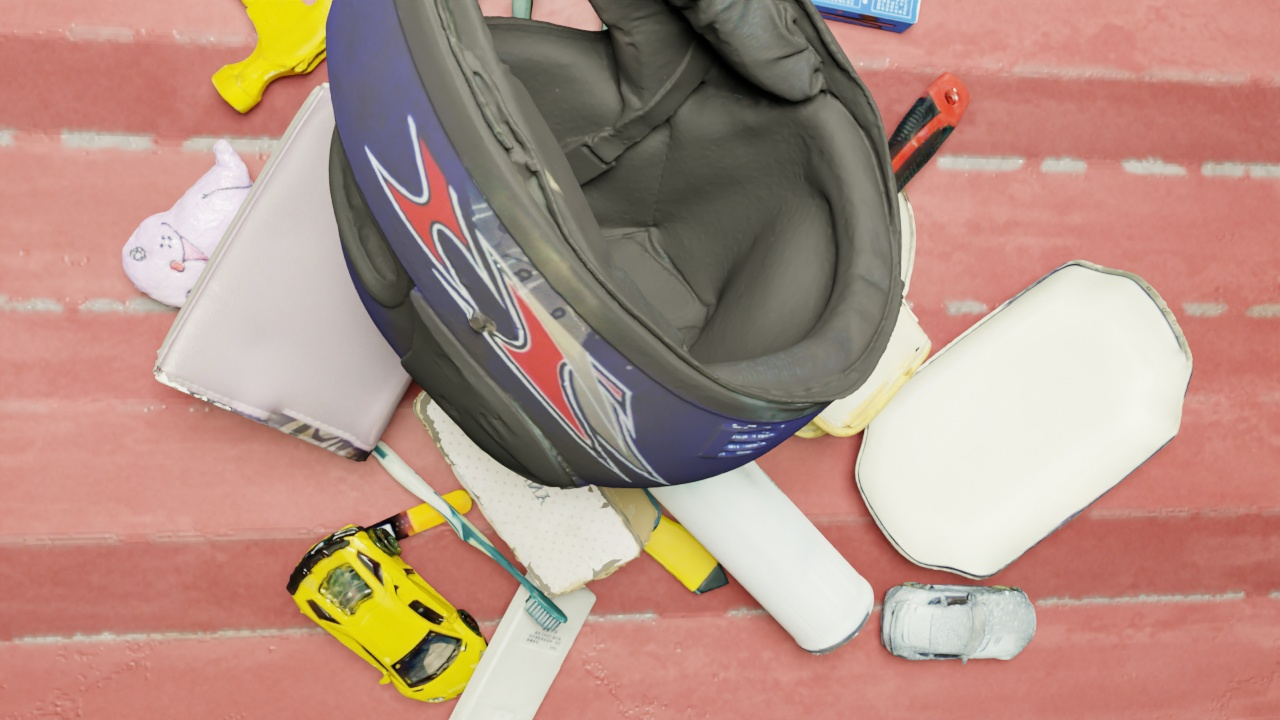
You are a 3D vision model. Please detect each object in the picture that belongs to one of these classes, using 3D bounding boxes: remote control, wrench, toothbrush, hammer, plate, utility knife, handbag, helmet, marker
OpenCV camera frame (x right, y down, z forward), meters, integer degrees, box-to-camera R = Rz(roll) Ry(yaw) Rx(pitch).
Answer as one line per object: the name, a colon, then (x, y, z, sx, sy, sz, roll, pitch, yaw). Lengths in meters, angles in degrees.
remote control: (-0.085, 0.213, 0.642, 0.056, 0.019, 0.135, 27, 91, -35)
wrench: (0.154, -0.099, 0.621, 0.056, 0.016, 0.272, 39, 71, -12)
toothbrush: (-0.123, 0.114, 0.619, 0.191, 0.016, 0.018, 41, 94, 8)
hammer: (-0.304, -0.311, 0.580, 0.128, 0.033, 0.301, -41, 98, -3)
plate: (0.277, 0.042, 0.674, 0.265, 0.034, 0.162, -37, 97, -3)
utility knife: (-0.005, 0.107, 0.655, 0.173, 0.015, 0.033, 42, 83, -7)
handbag: (0.134, -0.053, 0.645, 0.178, 0.063, 0.163, -41, 98, -17)
handbag: (-0.188, -0.052, 0.580, 0.145, 0.098, 0.197, 31, 89, -24)
helmet: (-0.035, -0.079, 0.462, 0.315, 0.241, 0.246, 47, 58, -25)
marker: (-0.175, 0.118, 0.637, 0.124, 0.015, 0.018, -22, 93, -2)

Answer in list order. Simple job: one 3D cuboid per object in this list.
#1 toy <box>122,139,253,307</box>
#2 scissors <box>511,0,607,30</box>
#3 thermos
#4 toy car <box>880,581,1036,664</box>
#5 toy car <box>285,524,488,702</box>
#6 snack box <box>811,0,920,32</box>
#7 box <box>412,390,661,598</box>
toy: (-0.282, -0.078, 0.597, 0.108, 0.039, 0.084, -41, 119, -4)
scissors: (-0.059, -0.262, 0.588, 0.169, 0.019, 0.178, -12, 124, 4)
thermos: (0.067, 0.101, 0.620, 0.073, 0.073, 0.224, -44, 107, -2)
toy car: (0.237, 0.195, 0.681, 0.120, 0.037, 0.054, 3, 93, -10)
toy car: (-0.165, 0.176, 0.622, 0.071, 0.041, 0.156, -41, 109, -1)
snack box: (0.120, -0.286, 0.635, 0.157, 0.026, 0.084, 8, 93, -7)
box: (-0.063, 0.073, 0.610, 0.090, 0.062, 0.184, -30, 99, 19)
